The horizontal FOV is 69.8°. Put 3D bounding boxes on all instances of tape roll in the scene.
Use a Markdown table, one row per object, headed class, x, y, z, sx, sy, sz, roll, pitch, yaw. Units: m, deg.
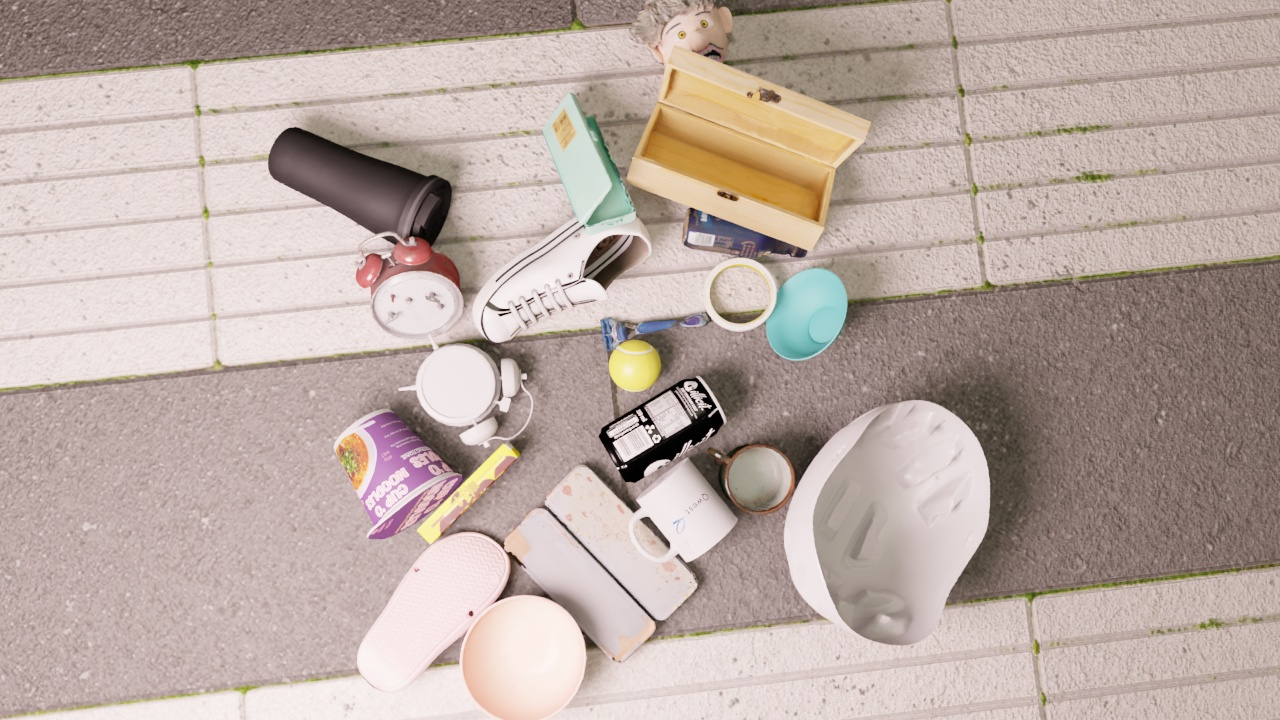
| class | x | y | z | sx | sy | sz | roll | pitch | yaw |
| --- | --- | --- | --- | --- | --- | --- | --- | --- | --- |
| tape roll | 0.128 | -0.084 | 1.180 | 0.094 | 0.019 | 0.094 | 0 | 86 | 5 |

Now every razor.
| class | x | y | z | sx | sy | sz | roll | pitch | yaw |
| --- | --- | --- | --- | --- | --- | --- | --- | --- | --- |
| razor | 0.020 | -0.044 | 1.179 | 0.141 | 0.018 | 0.044 | -10 | 86 | -3 |

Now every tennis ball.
| class | x | y | z | sx | sy | sz | roll | pitch | yaw |
| --- | --- | --- | --- | --- | --- | --- | --- | --- | --- |
| tennis ball | -0.007 | 0.007 | 1.151 | 0.065 | 0.065 | 0.065 | 0 | 86 | -2 |

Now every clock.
| class | x | y | z | sx | sy | sz | roll | pitch | yaw |
| --- | --- | --- | --- | --- | --- | --- | --- | --- | --- |
| clock | -0.211 | 0.040 | 1.148 | 0.159 | 0.061 | 0.120 | 29 | 85 | -5 |
| clock | -0.279 | -0.089 | 1.103 | 0.110 | 0.157 | 0.061 | -22 | 47 | 5 |

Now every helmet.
| class | x | y | z | sx | sy | sz | roll | pitch | yaw |
| --- | --- | --- | --- | --- | --- | --- | --- | --- | --- |
| helmet | 0.289 | 0.180 | 1.085 | 0.224 | 0.184 | 0.282 | 27 | 95 | -24 |

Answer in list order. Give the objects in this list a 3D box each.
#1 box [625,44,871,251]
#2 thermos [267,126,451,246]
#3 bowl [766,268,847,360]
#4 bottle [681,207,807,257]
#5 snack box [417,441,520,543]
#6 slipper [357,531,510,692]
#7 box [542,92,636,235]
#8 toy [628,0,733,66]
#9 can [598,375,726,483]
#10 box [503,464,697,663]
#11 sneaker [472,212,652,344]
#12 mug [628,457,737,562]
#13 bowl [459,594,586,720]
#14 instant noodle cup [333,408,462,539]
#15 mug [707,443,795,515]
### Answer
| class | x | y | z | sx | sy | sz | roll | pitch | yaw |
| --- | --- | --- | --- | --- | --- | --- | --- | --- | --- |
| box | 0.130 | -0.266 | 1.133 | 0.248 | 0.141 | 0.185 | 21 | 119 | -3 |
| thermos | -0.347 | -0.214 | 1.140 | 0.218 | 0.106 | 0.105 | 25 | 85 | 5 |
| bowl | 0.222 | -0.052 | 1.160 | 0.046 | 0.121 | 0.121 | 22 | 84 | -41 |
| bottle | 0.135 | -0.161 | 1.172 | 0.161 | 0.056 | 0.056 | 8 | 86 | -2 |
| snack box | -0.210 | 0.162 | 1.135 | 0.025 | 0.061 | 0.149 | 45 | 86 | 0 |
| slipper | -0.255 | 0.304 | 1.125 | 0.107 | 0.056 | 0.221 | 40 | 75 | 7 |
| box | -0.071 | -0.248 | 1.119 | 0.077 | 0.080 | 0.188 | -19 | 56 | -2 |
| toy | 0.063 | -0.410 | 1.181 | 0.132 | 0.076 | 0.176 | -24 | 95 | -3 |
| can | 0.027 | 0.085 | 1.139 | 0.146 | 0.080 | 0.080 | -31 | 88 | -4 |
| box | -0.049 | 0.253 | 1.149 | 0.150 | 0.043 | 0.216 | -44 | 88 | -9 |
| sneaker | -0.086 | -0.093 | 1.125 | 0.245 | 0.091 | 0.097 | -35 | 51 | -9 |
| mug | 0.043 | 0.195 | 1.128 | 0.119 | 0.083 | 0.096 | -39 | 88 | -12 |
| bowl | -0.140 | 0.355 | 1.116 | 0.153 | 0.076 | 0.153 | 0 | 87 | -2 |
| instant noodle cup | -0.307 | 0.133 | 1.108 | 0.122 | 0.136 | 0.122 | 50 | 131 | 11 |
| mug | 0.130 | 0.138 | 1.138 | 0.111 | 0.081 | 0.085 | 31 | 85 | 0 |
